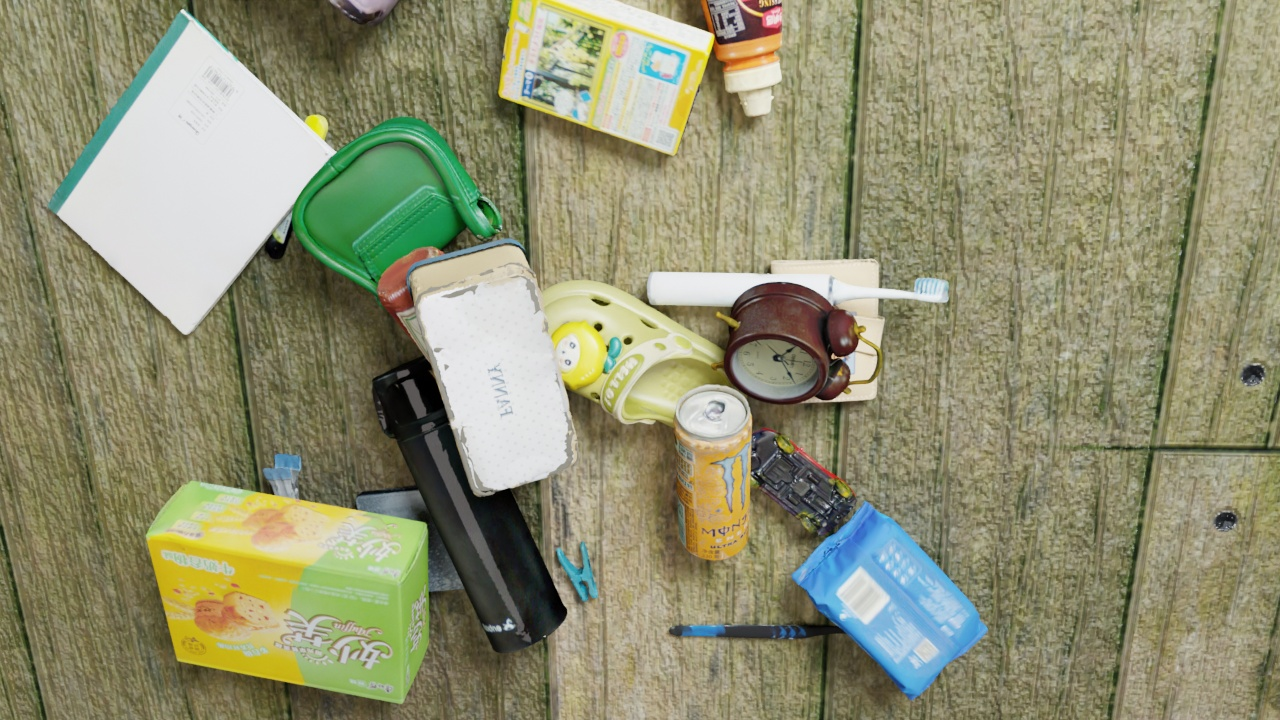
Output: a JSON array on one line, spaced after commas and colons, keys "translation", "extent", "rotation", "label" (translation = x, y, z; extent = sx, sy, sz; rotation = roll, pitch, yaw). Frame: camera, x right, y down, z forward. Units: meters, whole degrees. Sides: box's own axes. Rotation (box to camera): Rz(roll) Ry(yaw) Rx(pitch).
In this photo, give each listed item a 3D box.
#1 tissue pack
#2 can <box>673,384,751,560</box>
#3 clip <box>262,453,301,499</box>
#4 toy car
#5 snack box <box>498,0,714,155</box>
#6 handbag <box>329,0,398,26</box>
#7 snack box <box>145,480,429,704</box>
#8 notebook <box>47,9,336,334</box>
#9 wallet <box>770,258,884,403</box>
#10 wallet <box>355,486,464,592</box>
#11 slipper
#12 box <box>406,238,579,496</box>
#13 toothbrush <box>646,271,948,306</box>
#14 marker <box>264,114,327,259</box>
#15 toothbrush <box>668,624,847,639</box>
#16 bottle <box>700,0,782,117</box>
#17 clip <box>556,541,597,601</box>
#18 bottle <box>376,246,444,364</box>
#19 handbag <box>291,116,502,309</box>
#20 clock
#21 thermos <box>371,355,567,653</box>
[{"translation": [0.206, 0.198, 0.755], "extent": [0.095, 0.052, 0.157], "rotation": [-45, 98, -2], "label": "tissue pack"}, {"translation": [0.056, 0.090, 0.712], "extent": [0.058, 0.058, 0.146], "rotation": [-1, 131, 5], "label": "can"}, {"translation": [-0.308, 0.111, 0.796], "extent": [0.027, 0.045, 0.058], "rotation": [2, 116, 1], "label": "clip"}, {"translation": [0.125, 0.096, 0.749], "extent": [0.106, 0.031, 0.049], "rotation": [37, 105, -9], "label": "toy car"}, {"translation": [-0.026, -0.209, 0.653], "extent": [0.140, 0.033, 0.087], "rotation": [17, 136, -2], "label": "snack box"}, {"translation": [-0.172, -0.344, 0.609], "extent": [0.145, 0.098, 0.197], "rotation": [44, 104, -7], "label": "handbag"}, {"translation": [-0.288, 0.196, 0.771], "extent": [0.210, 0.069, 0.158], "rotation": [10, 124, 3], "label": "snack box"}, {"translation": [-0.355, -0.140, 0.718], "extent": [0.150, 0.012, 0.209], "rotation": [45, 110, -8], "label": "notebook"}, {"translation": [0.146, -0.023, 0.719], "extent": [0.087, 0.024, 0.115], "rotation": [0, 105, 10], "label": "wallet"}, {"translation": [-0.182, 0.154, 0.800], "extent": [0.121, 0.019, 0.097], "rotation": [-7, 103, 8], "label": "wallet"}, {"translation": [-0.004, 0.004, 0.709], "extent": [0.190, 0.081, 0.092], "rotation": [23, 104, -5], "label": "slipper"}, {"translation": [-0.102, 0.002, 0.642], "extent": [0.089, 0.059, 0.184], "rotation": [-14, 118, -11], "label": "box"}, {"translation": [0.114, -0.052, 0.687], "extent": [0.221, 0.026, 0.026], "rotation": [2, 103, 16], "label": "toothbrush"}, {"translation": [-0.272, -0.135, 0.723], "extent": [0.018, 0.015, 0.124], "rotation": [27, 110, 1], "label": "marker"}, {"translation": [0.119, 0.237, 0.801], "extent": [0.189, 0.016, 0.014], "rotation": [-1, 99, 6], "label": "toothbrush"}, {"translation": [0.071, -0.245, 0.641], "extent": [0.067, 0.066, 0.149], "rotation": [-10, 112, 7], "label": "bottle"}, {"translation": [-0.053, 0.185, 0.800], "extent": [0.039, 0.013, 0.056], "rotation": [-16, 103, 10], "label": "clip"}, {"translation": [-0.120, 0.006, 0.707], "extent": [0.060, 0.059, 0.206], "rotation": [-26, 122, 11], "label": "bottle"}, {"translation": [-0.184, -0.111, 0.692], "extent": [0.131, 0.068, 0.120], "rotation": [-37, 109, 12], "label": "handbag"}, {"translation": [0.114, -0.009, 0.670], "extent": [0.122, 0.055, 0.082], "rotation": [11, 137, 10], "label": "clock"}, {"translation": [-0.145, 0.115, 0.749], "extent": [0.090, 0.068, 0.242], "rotation": [-16, 100, 44], "label": "thermos"}]
